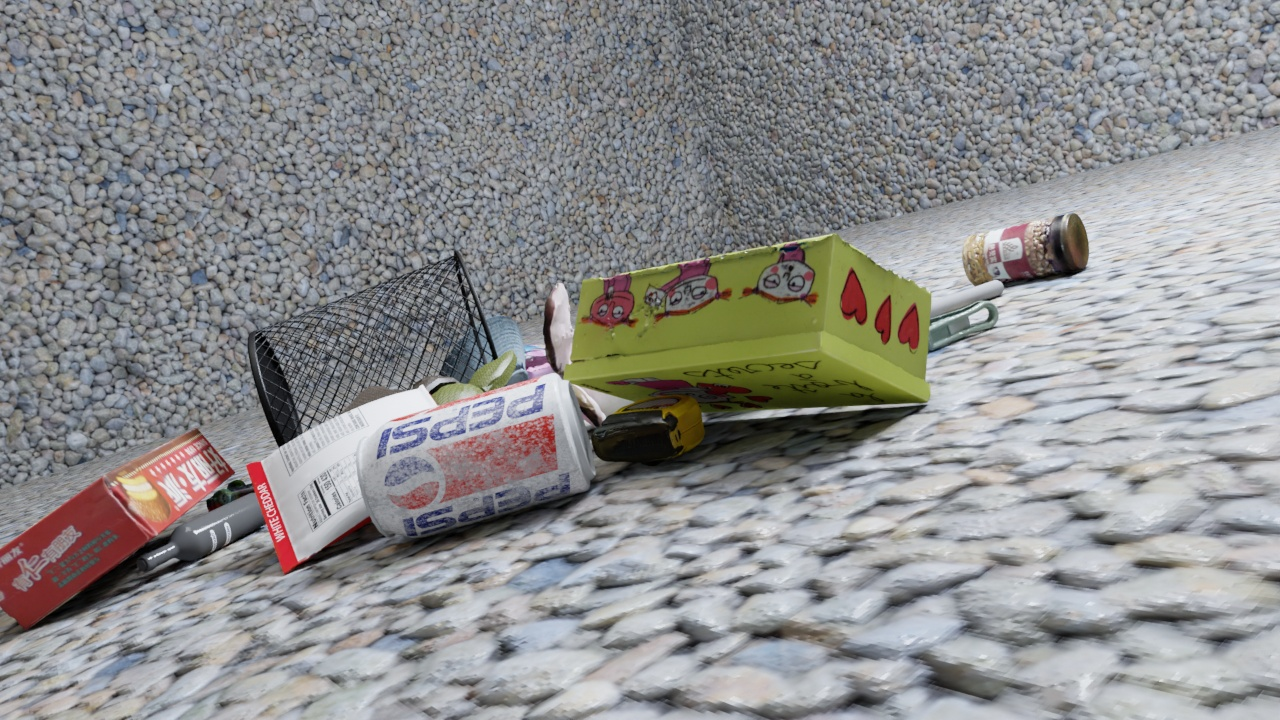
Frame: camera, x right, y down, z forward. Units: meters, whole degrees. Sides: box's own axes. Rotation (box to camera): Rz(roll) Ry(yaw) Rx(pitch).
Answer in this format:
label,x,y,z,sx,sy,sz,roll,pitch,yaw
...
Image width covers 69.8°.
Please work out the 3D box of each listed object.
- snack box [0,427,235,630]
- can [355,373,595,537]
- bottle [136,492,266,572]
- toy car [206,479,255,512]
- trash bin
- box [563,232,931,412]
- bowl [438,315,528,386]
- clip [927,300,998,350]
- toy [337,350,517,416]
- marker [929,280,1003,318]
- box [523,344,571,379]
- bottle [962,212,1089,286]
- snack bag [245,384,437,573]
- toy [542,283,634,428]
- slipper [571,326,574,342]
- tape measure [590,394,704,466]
label,x,y,z,sx,sy,sz,roll,pitch,yaw
snack box,-0.426,0.127,0.757,0.113,0.060,0.236,-37,10,-6
can,-0.102,0.062,0.584,0.136,0.078,0.078,-16,7,1
bottle,-0.347,0.139,0.729,0.030,0.030,0.112,-13,8,26
toy car,-0.342,0.122,0.828,0.091,0.036,0.042,-17,7,-3
trash bin,-0.254,0.010,0.904,0.210,0.184,0.184,-18,7,-12
box,0.066,-0.014,0.606,0.221,0.080,0.124,-2,-16,45
bowl,-0.169,0.021,1.069,0.057,0.137,0.136,33,32,23
clip,0.250,-0.028,0.729,0.076,0.023,0.059,-19,9,-8
toy,-0.186,0.061,0.769,0.153,0.078,0.178,-7,35,32
marker,0.278,-0.049,0.852,0.140,0.016,0.016,-18,7,-18
box,-0.119,0.000,1.214,0.084,0.053,0.230,-17,7,-9
bottle,0.383,-0.108,0.915,0.105,0.056,0.056,-9,10,45
snack bag,-0.203,0.076,0.662,0.143,0.039,0.131,-26,39,-19
toy,-0.005,0.005,0.790,0.205,0.131,0.106,-6,-21,-38
slipper,-0.004,-0.058,0.988,0.098,0.055,0.269,-17,5,-26
tape measure,0.010,0.047,0.609,0.066,0.037,0.064,-9,10,30
